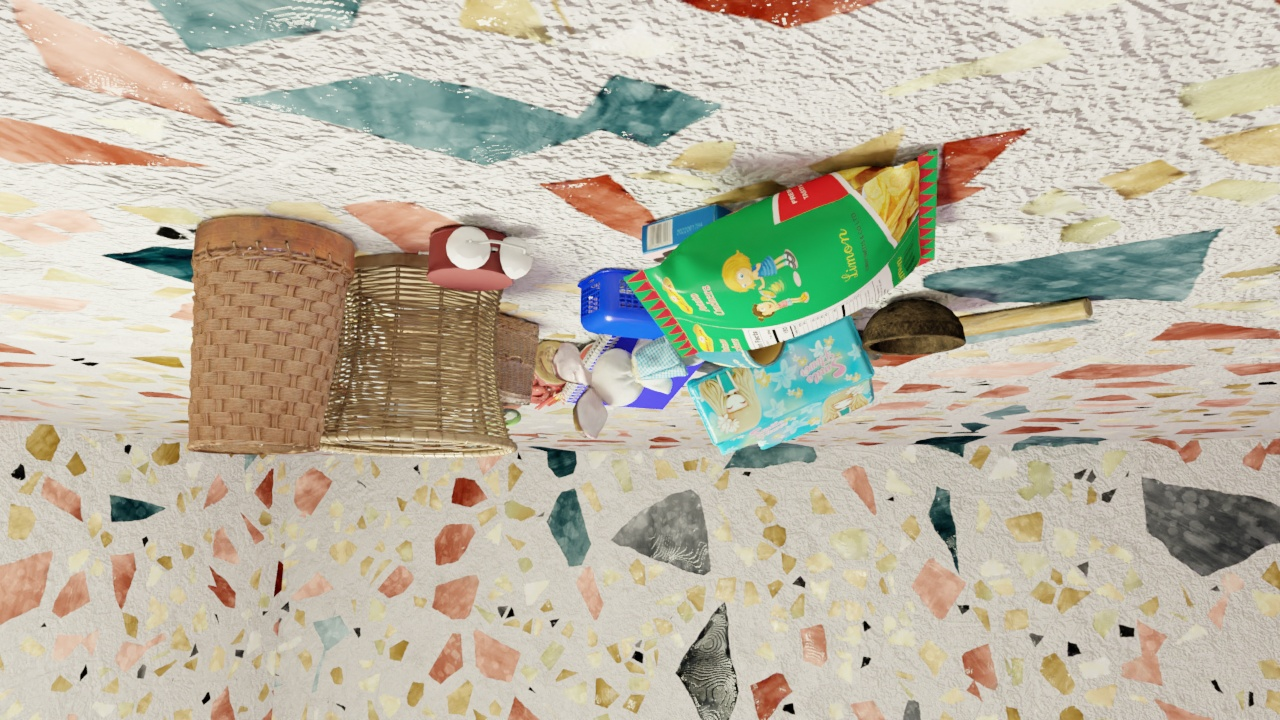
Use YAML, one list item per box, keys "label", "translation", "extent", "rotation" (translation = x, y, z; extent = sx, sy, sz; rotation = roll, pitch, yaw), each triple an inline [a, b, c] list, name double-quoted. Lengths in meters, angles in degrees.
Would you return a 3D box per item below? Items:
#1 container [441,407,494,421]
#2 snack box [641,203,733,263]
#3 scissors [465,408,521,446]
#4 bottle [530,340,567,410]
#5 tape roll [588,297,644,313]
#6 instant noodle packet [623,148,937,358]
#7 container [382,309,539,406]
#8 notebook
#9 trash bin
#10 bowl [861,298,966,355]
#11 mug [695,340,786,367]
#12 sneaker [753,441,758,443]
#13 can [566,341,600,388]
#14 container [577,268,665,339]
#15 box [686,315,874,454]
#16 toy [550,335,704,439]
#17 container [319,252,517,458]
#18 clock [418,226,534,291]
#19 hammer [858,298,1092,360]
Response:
- label: "container"
  translation: [-0.257, 0.026, 1.375]
  extent: [0.081, 0.129, 0.050]
  rotation: [0, 150, 4]
- label: "snack box"
  translation: [0.083, -0.105, 0.876]
  extent: [0.088, 0.033, 0.154]
  rotation: [-9, 166, 40]
- label: "scissors"
  translation: [-0.198, 0.091, 1.197]
  extent: [0.072, 0.033, 0.175]
  rotation: [5, -161, 1]
- label: "bottle"
  translation: [-0.148, 0.027, 1.411]
  extent: [0.098, 0.098, 0.111]
  rotation: [5, 160, -25]
- label: "tape roll"
  translation: [-0.021, -0.056, 1.150]
  extent: [0.094, 0.030, 0.094]
  rotation: [1, 169, 0]
- label: "instant noodle packet"
  translation: [0.130, -0.080, 0.784]
  extent: [0.253, 0.090, 0.195]
  rotation: [-21, 156, 9]
- label: "container"
  translation: [-0.248, 0.003, 1.259]
  extent: [0.199, 0.112, 0.113]
  rotation: [-4, 169, 29]
- label: "notebook"
  translation: [-0.001, 0.007, 1.312]
  extent: [0.171, 0.022, 0.210]
  rotation: [6, 145, -25]
- label: "trash bin"
  translation: [-0.361, -0.017, 0.894]
  extent: [0.151, 0.210, 0.151]
  rotation: [0, 170, 0]
- label: "bowl"
  translation: [0.332, -0.045, 1.121]
  extent: [0.121, 0.056, 0.121]
  rotation: [1, 169, 0]
- label: "mug"
  translation: [0.127, -0.033, 1.143]
  extent: [0.112, 0.084, 0.104]
  rotation: [-4, -179, -41]
- label: "sneaker"
  translation: [0.162, 0.032, 1.296]
  extent: [0.119, 0.095, 0.235]
  rotation: [8, 143, -19]
- label: "can"
  translation: [-0.077, 0.016, 1.436]
  extent: [0.067, 0.067, 0.170]
  rotation: [3, 169, -14]
- label: "container"
  translation: [-0.009, -0.061, 1.049]
  extent: [0.114, 0.058, 0.096]
  rotation: [6, 168, -27]
- label: "box"
  translation: [0.195, 0.052, 1.206]
  extent: [0.227, 0.074, 0.181]
  rotation: [-24, 124, 5]
- label: "toy"
  translation: [-0.007, 0.007, 1.225]
  extent: [0.205, 0.131, 0.105]
  rotation: [-24, -179, 2]
- label: "container"
  translation: [-0.248, 0.002, 1.026]
  extent: [0.227, 0.196, 0.227]
  rotation: [1, 169, 0]
- label: "clock"
  translation: [-0.159, -0.100, 0.890]
  extent: [0.087, 0.044, 0.125]
  rotation: [9, 166, -38]
- label: "hammer"
  translation: [0.414, -0.043, 1.209]
  extent: [0.331, 0.033, 0.132]
  rotation: [-10, 164, 41]
